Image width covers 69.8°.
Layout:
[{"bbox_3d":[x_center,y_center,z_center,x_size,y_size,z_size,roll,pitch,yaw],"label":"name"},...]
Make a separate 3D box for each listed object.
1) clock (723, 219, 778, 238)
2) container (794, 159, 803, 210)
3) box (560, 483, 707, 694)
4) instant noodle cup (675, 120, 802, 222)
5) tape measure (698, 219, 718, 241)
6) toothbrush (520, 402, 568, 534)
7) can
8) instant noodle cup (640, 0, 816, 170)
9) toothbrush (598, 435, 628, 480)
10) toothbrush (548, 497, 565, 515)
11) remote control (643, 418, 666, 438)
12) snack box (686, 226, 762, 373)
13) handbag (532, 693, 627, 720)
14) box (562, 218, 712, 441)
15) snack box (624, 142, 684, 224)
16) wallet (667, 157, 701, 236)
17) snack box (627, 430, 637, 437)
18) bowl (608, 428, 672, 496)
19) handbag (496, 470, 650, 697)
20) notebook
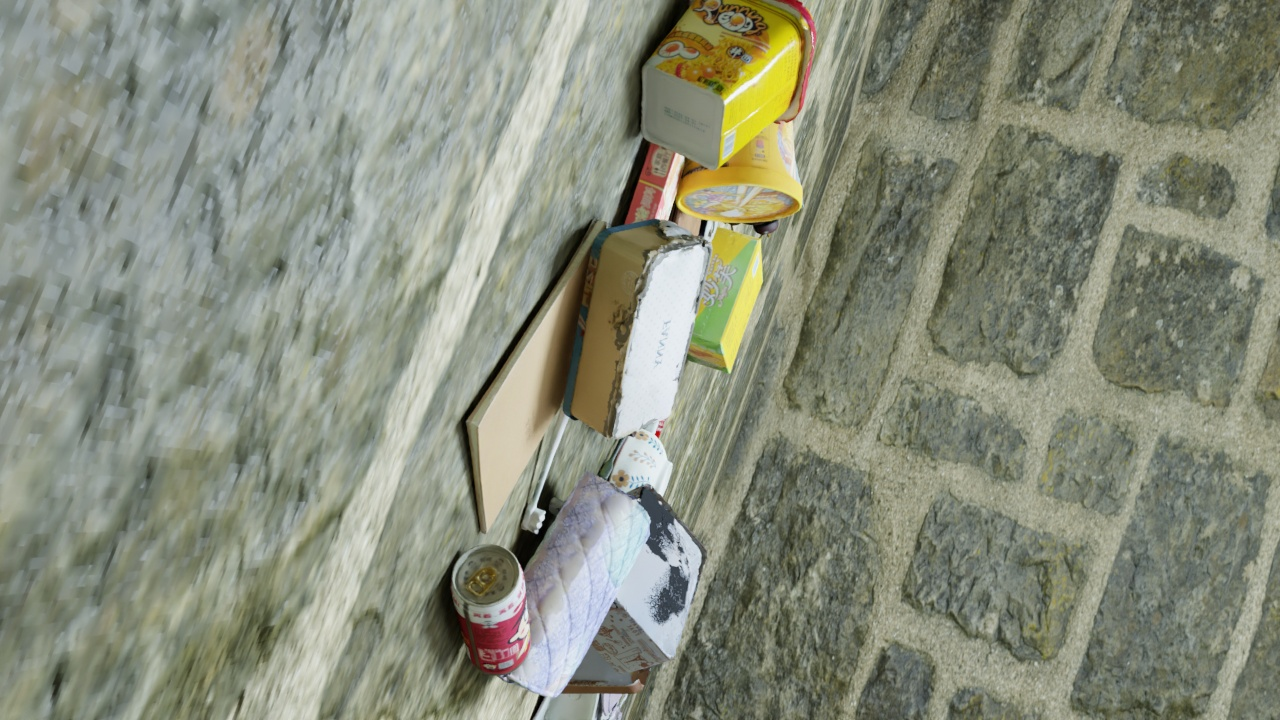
[{"bbox_3d":[0.150,-0.212,1.214,0.055,0.082,0.122,-50,156,-49],"label":"clock"},{"bbox_3d":[0.121,-0.217,0.977,0.090,0.090,0.111,27,56,-77],"label":"container"},{"bbox_3d":[-0.041,0.274,1.073,0.194,0.156,0.182,-26,-160,31],"label":"box"},{"bbox_3d":[0.094,-0.201,0.870,0.118,0.118,0.114,42,49,-77],"label":"instant noodle cup"},{"bbox_3d":[0.069,-0.160,1.040,0.065,0.033,0.066,-24,131,-72],"label":"tape measure"},{"bbox_3d":[-0.069,0.069,0.779,0.016,0.016,0.180,-42,153,-70],"label":"toothbrush"},{"bbox_3d":[-0.114,0.194,0.707,0.133,0.053,0.053,94,19,-51],"label":"can"},{"bbox_3d":[0.064,-0.228,0.741,0.123,0.116,0.116,-51,159,-28],"label":"instant noodle cup"},{"bbox_3d":[-0.011,0.074,1.103,0.017,0.012,0.185,105,11,-50],"label":"toothbrush"},{"bbox_3d":[-0.086,0.190,0.935,0.181,0.018,0.015,98,16,-50],"label":"toothbrush"},{"bbox_3d":[0.025,0.073,1.245,0.056,0.020,0.136,37,72,-77],"label":"remote control"},{"bbox_3d":[0.114,-0.079,1.289,0.210,0.070,0.157,52,58,-77],"label":"snack box"},{"bbox_3d":[-0.072,0.448,1.231,0.197,0.098,0.145,42,62,-78],"label":"handbag"},{"bbox_3d":[-0.005,-0.018,0.732,0.089,0.060,0.185,-18,132,-47],"label":"box"},{"bbox_3d":[0.004,-0.114,0.799,0.075,0.025,0.153,50,58,-82],"label":"snack box"},{"bbox_3d":[0.049,-0.166,0.957,0.101,0.020,0.115,-18,121,-72],"label":"wallet"},{"bbox_3d":[-0.005,0.005,0.909,0.126,0.053,0.113,74,37,-70],"label":"snack box"},{"bbox_3d":[0.003,0.146,1.158,0.113,0.062,0.113,21,89,-80],"label":"bowl"},{"bbox_3d":[-0.068,0.208,0.848,0.193,0.075,0.134,-59,162,-17],"label":"handbag"},{"bbox_3d":[-0.075,0.012,0.704,0.150,0.012,0.210,97,17,-51],"label":"notebook"}]
